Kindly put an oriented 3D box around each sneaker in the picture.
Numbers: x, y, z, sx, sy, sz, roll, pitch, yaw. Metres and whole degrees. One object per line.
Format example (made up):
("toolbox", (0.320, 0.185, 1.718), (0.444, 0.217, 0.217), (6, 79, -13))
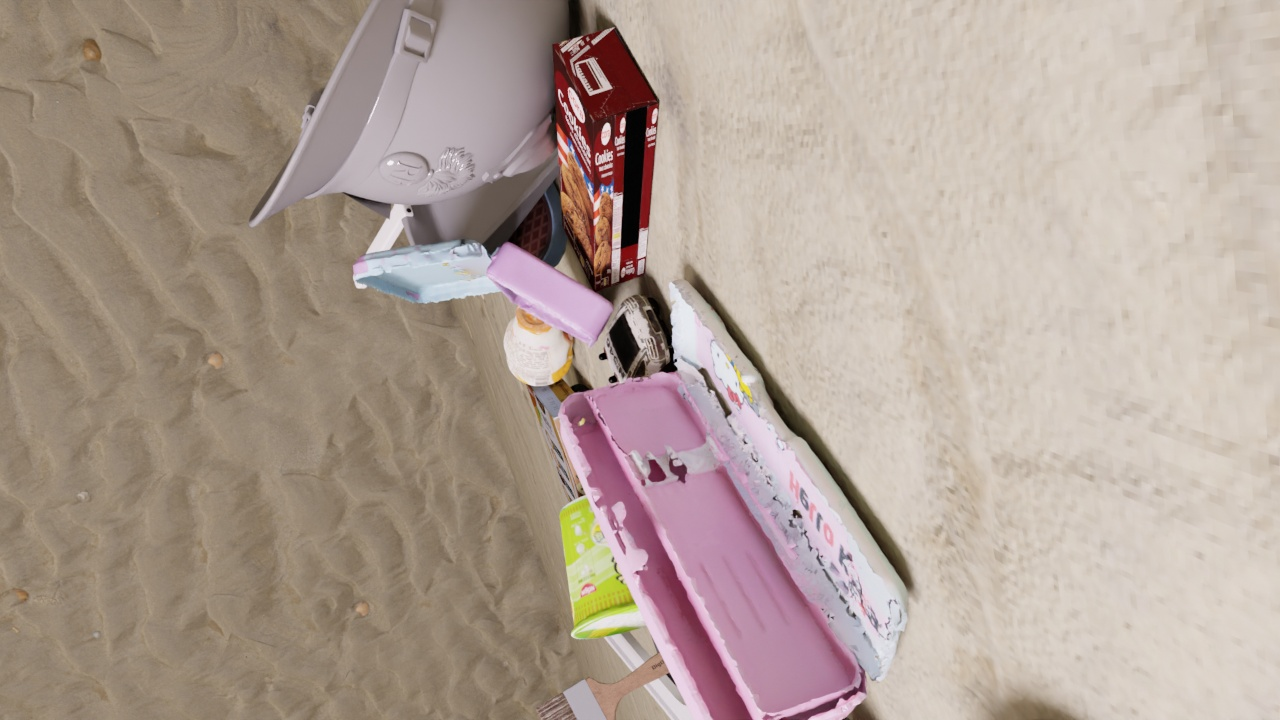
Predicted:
("sneaker", (-0.112, -0.150, 0.757), (0.241, 0.098, 0.083), (45, 112, 34))

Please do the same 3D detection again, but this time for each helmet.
("helmet", (-0.091, -0.146, 0.475), (0.184, 0.117, 0.270), (-38, 32, 40))

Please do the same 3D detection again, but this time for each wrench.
("wrench", (0.014, 0.277, 0.809), (0.273, 0.018, 0.087), (38, 140, 45))

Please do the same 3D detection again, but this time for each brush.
("brush", (-0.012, 0.263, 0.744), (0.045, 0.143, 0.008), (55, 164, 24))

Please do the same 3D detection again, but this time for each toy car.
("toy car", (-0.003, 0.003, 0.549), (0.113, 0.040, 0.048), (97, 151, -65))

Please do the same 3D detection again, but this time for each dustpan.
("dustpan", (-0.159, -0.134, 0.703), (0.258, 0.033, 0.163), (-43, 63, 41))

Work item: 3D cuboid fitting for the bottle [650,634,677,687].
("bottle", (0.041, 0.292, 0.823), (0.030, 0.030, 0.113), (180, 71, -77))

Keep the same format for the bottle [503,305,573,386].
("bottle", (-0.093, -0.020, 0.831), (0.109, 0.063, 0.063), (101, 147, -66))

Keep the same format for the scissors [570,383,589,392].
("scissors", (-0.062, 0.051, 0.919), (0.209, 0.015, 0.147), (49, 159, 53))

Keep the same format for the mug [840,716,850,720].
("mug", (0.079, 0.201, 0.416), (0.070, 0.084, 0.113), (-133, 30, -55))

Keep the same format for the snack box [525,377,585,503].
("snack box", (-0.058, 0.111, 0.895), (0.101, 0.031, 0.186), (41, 150, 62))

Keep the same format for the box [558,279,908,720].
("box", (0.033, 0.056, 0.407), (0.103, 0.086, 0.201), (100, 151, -42))

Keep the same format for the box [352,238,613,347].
("box", (-0.092, -0.044, 0.593), (0.214, 0.150, 0.049), (173, 107, -86))

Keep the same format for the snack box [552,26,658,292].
("snack box", (-0.019, -0.098, 0.480), (0.141, 0.031, 0.051), (95, 152, -62))

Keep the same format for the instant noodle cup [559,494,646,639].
("instant noodle cup", (-0.024, 0.174, 0.795), (0.099, 0.099, 0.108), (95, 160, -62))
